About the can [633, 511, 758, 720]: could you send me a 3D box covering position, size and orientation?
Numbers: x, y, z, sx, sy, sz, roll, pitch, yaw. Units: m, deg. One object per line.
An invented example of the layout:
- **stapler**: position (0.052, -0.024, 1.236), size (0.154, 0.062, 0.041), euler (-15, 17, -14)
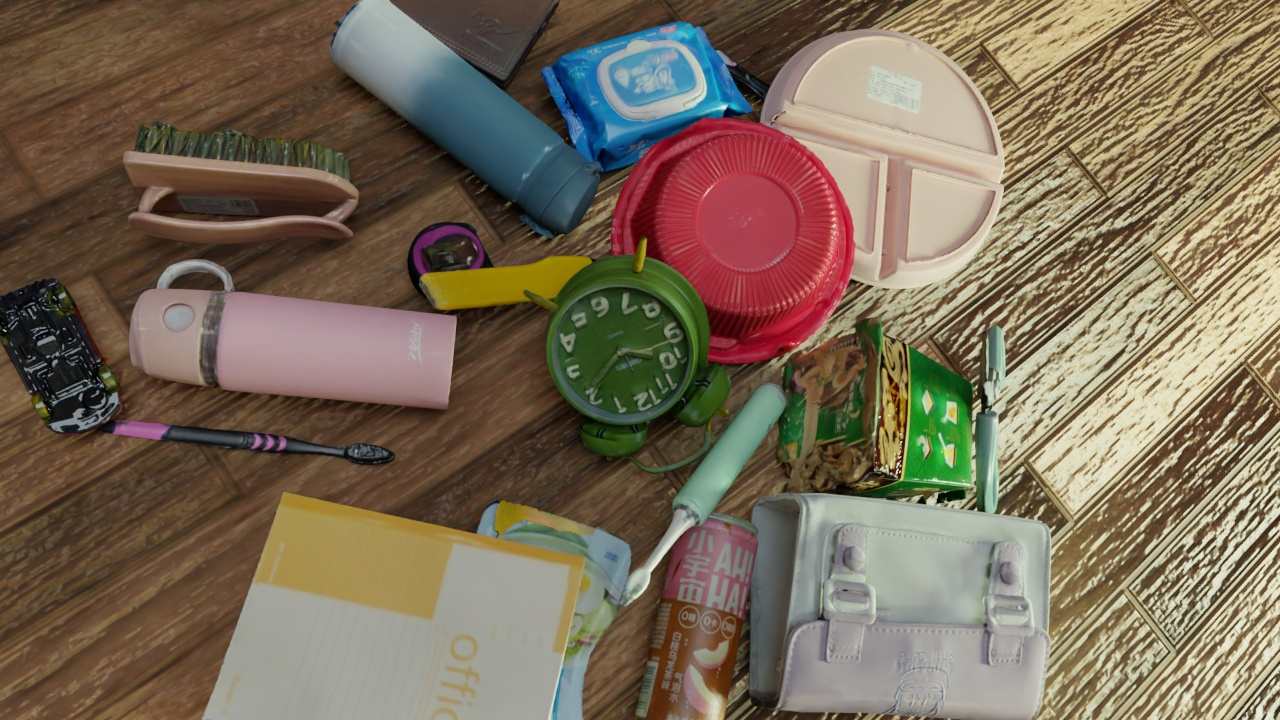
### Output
- **can**: position (0.039, 0.178, 0.615), size (0.058, 0.058, 0.147), euler (17, 70, -8)

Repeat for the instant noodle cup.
- **instant noodle cup**: position (0.074, -0.096, 0.684), size (0.194, 0.066, 0.193), euler (0, 84, -3)

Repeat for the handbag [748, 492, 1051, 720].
- **handbag**: position (0.178, 0.171, 0.633), size (0.197, 0.099, 0.145), euler (8, 80, -14)

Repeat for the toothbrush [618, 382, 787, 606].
- **toothbrush**: position (0.047, 0.083, 0.620), size (0.026, 0.027, 0.223), euler (34, 44, 9)

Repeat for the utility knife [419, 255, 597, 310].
- **utility knife**: position (-0.087, -0.057, 0.660), size (0.154, 0.015, 0.033), euler (-8, 84, -36)

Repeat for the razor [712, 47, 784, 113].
- **razor**: position (0.109, -0.223, 0.779), size (0.143, 0.022, 0.042), euler (39, 67, 1)

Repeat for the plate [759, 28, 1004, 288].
- **plate**: position (0.209, -0.174, 0.768), size (0.229, 0.028, 0.229), euler (3, 80, -16)

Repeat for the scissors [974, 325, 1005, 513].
- **scissors**: position (0.263, 0.023, 0.690), size (0.019, 0.173, 0.178), euler (2, 43, 25)

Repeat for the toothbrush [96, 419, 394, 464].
- **toothbrush**: position (-0.259, 0.053, 0.606), size (0.189, 0.018, 0.014), euler (7, 73, -10)

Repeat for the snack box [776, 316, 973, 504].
- **snack box**: position (0.176, 0.047, 0.669), size (0.105, 0.118, 0.117), euler (15, 71, -22)

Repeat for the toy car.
- **toy car**: position (-0.372, -0.001, 0.587), size (0.049, 0.031, 0.106), euler (-31, 81, -20)

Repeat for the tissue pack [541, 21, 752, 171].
- **tissue pack**: position (0.008, -0.215, 0.735), size (0.157, 0.052, 0.095), euler (-22, 79, -19)

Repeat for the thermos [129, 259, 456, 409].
- **thermos**: position (-0.224, -0.017, 0.611), size (0.198, 0.067, 0.087), euler (7, 64, -10)

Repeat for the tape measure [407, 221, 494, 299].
- **tape measure**: position (-0.138, -0.071, 0.661), size (0.057, 0.039, 0.057), euler (-22, 79, -19)

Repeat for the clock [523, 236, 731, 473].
- **clock**: position (-0.004, 0.004, 0.637), size (0.116, 0.056, 0.161), euler (-23, 102, 13)

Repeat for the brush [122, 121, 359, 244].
- **brush**: position (-0.270, -0.115, 0.632), size (0.145, 0.063, 0.073), euler (3, 68, -15)

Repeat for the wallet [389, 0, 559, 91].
- **wallet**: position (-0.138, -0.284, 0.735), size (0.124, 0.032, 0.101), euler (28, 71, -3)

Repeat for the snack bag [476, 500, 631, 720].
- **snack bag**: position (-0.079, 0.194, 0.594), size (0.110, 0.039, 0.190), euler (21, 70, -13)

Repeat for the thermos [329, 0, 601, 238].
- **thermos**: position (-0.128, -0.179, 0.686), size (0.220, 0.070, 0.070), euler (39, 68, 0)

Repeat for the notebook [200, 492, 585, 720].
- **notebook**: position (-0.149, 0.173, 0.573), size (0.206, 0.010, 0.145), euler (12, 71, 4)
